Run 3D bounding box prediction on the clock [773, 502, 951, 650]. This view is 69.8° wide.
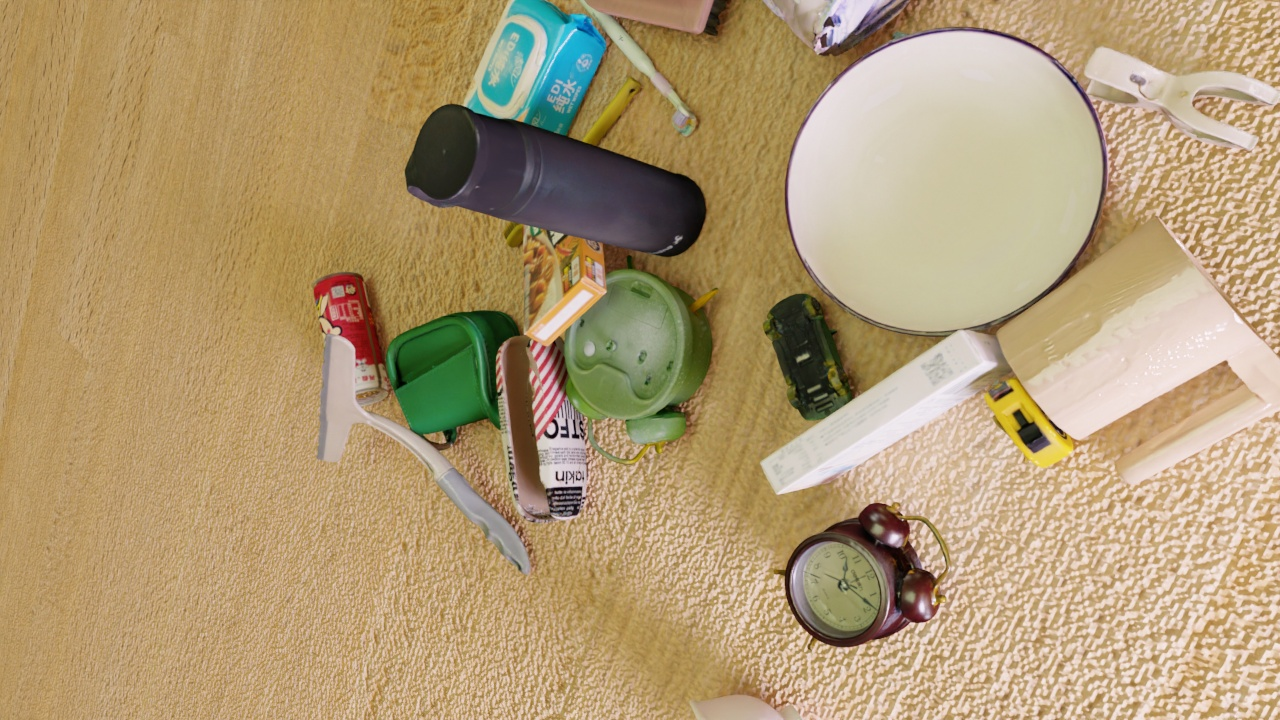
[{"bbox_3d":[0.150,0.143,0.608,0.122,0.055,0.082,-36,67,33],"label":"clock"}]

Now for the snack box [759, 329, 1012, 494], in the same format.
[{"bbox_3d":[0.159,0.035,0.588,0.157,0.084,0.027,-38,68,29],"label":"snack box"}]

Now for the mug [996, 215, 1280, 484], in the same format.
[{"bbox_3d":[0.281,-0.001,0.512,0.124,0.084,0.104,48,120,-2],"label":"mug"}]

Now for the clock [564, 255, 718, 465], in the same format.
[{"bbox_3d":[-0.004,0.004,0.729,0.116,0.056,0.161,25,103,35],"label":"clock"}]

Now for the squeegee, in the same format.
[{"bbox_3d":[-0.187,0.104,0.836,0.246,0.039,0.247,38,144,5],"label":"squeegee"}]

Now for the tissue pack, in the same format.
[{"bbox_3d":[-0.097,-0.247,0.803,0.090,0.063,0.140,40,111,31],"label":"tissue pack"}]

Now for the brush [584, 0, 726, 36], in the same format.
[{"bbox_3d":[0.001,-0.303,0.728,0.146,0.073,0.063,27,105,36],"label":"brush"}]

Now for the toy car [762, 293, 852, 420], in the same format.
[{"bbox_3d":[0.120,-0.003,0.649,0.043,0.036,0.091,-28,73,34],"label":"toy car"}]

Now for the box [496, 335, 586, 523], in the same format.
[{"bbox_3d":[-0.088,0.058,0.787,0.077,0.074,0.163,-15,81,28],"label":"box"}]

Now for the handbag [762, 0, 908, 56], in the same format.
[{"bbox_3d":[0.119,-0.310,0.629,0.134,0.075,0.194,-36,64,5],"label":"handbag"}]

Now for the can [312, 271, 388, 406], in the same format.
[{"bbox_3d":[-0.300,-0.021,0.952,0.053,0.053,0.132,-27,73,33],"label":"can"}]

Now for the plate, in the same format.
[{"bbox_3d":[0.190,-0.110,0.585,0.193,0.039,0.192,0,90,24],"label":"plate"}]

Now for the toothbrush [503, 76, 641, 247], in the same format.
[{"bbox_3d":[-0.064,-0.172,0.806,0.190,0.015,0.016,-47,56,26],"label":"toothbrush"}]

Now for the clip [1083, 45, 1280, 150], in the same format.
[{"bbox_3d":[0.302,-0.149,0.520,0.097,0.060,0.034,24,104,23],"label":"clip"}]

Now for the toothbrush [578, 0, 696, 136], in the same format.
[{"bbox_3d":[-0.009,-0.257,0.766,0.020,0.029,0.189,-28,64,-12],"label":"toothbrush"}]

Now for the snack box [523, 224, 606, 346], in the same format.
[{"bbox_3d":[-0.065,-0.089,0.755,0.075,0.026,0.153,-40,37,30],"label":"snack box"}]

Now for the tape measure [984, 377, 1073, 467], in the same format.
[{"bbox_3d":[0.231,0.037,0.551,0.029,0.059,0.057,-39,72,27],"label":"tape measure"}]

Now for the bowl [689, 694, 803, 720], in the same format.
[{"bbox_3d":[0.089,0.277,0.635,0.064,0.118,0.118,-25,69,-8],"label":"bowl"}]

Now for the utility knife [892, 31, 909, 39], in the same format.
[{"bbox_3d":[0.191,-0.138,0.619,0.031,0.019,0.177,-9,78,30],"label":"utility knife"}]

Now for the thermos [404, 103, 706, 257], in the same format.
[{"bbox_3d":[-0.056,-0.121,0.657,0.090,0.242,0.068,-12,80,37],"label":"thermos"}]

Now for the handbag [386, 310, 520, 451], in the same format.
[{"bbox_3d":[-0.167,0.018,0.849,0.132,0.067,0.120,-15,88,34],"label":"handbag"}]
